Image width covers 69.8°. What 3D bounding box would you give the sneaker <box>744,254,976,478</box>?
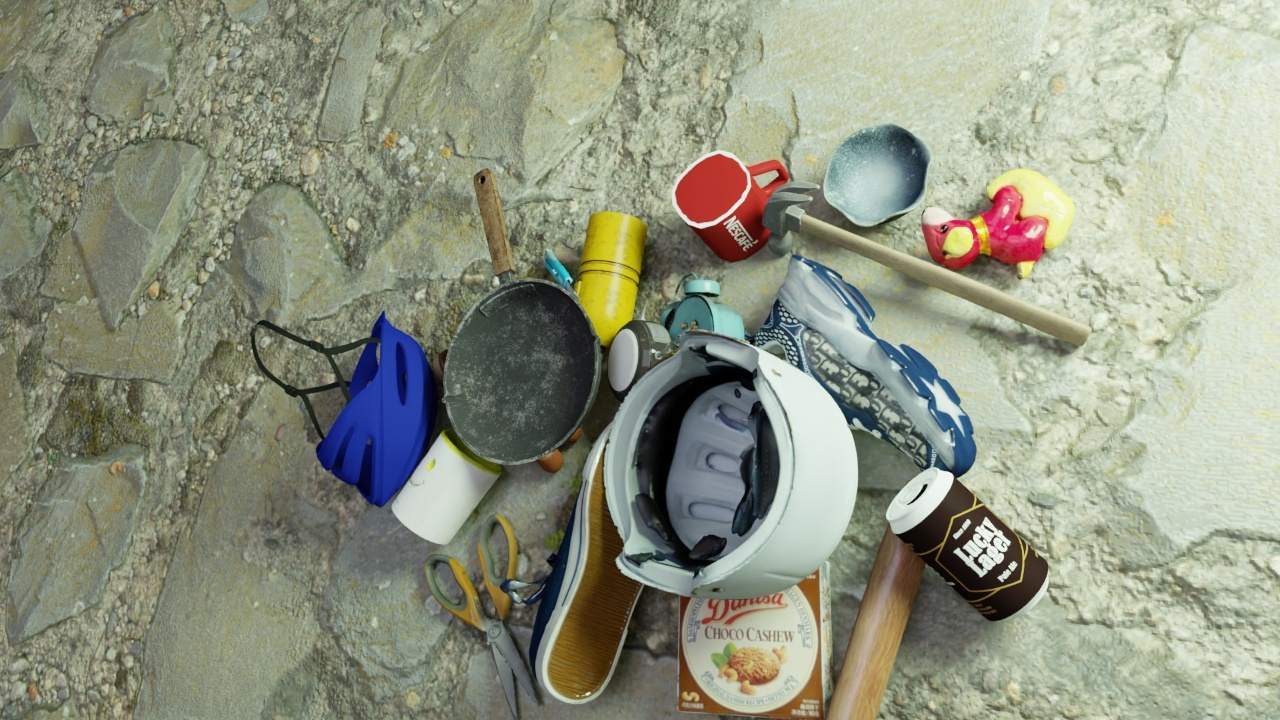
[{"bbox_3d":[0.200,0.026,0.890,0.133,0.103,0.269,-49,59,22],"label":"sneaker"}]

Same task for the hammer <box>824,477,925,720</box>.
[{"bbox_3d":[0.217,0.247,0.815,0.158,0.037,0.300,22,76,2],"label":"hammer"}]

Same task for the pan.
[{"bbox_3d":[-0.141,-0.058,1.020,0.208,0.040,0.356,-21,69,24],"label":"pan"}]

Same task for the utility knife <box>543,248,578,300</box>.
[{"bbox_3d":[-0.089,-0.098,1.057,0.158,0.015,0.022,-130,46,-61],"label":"utility knife"}]

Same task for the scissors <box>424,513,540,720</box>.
[{"bbox_3d":[-0.176,0.290,1.025,0.166,0.016,0.225,-21,67,20],"label":"scissors"}]

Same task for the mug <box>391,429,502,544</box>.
[{"bbox_3d":[-0.222,0.145,1.054,0.082,0.082,0.106,38,94,30],"label":"mug"}]

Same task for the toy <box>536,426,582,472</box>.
[{"bbox_3d":[-0.131,0.069,1.054,0.128,0.065,0.095,33,82,38],"label":"toy"}]

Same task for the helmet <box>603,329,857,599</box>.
[{"bbox_3d":[0.089,0.103,0.849,0.264,0.163,0.236,6,80,57],"label":"helmet"}]

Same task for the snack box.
[{"bbox_3d":[0.109,0.263,0.879,0.143,0.041,0.146,-6,72,25],"label":"snack box"}]

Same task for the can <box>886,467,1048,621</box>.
[{"bbox_3d":[0.280,0.158,0.786,0.128,0.072,0.072,43,96,2],"label":"can"}]

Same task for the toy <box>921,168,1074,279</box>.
[{"bbox_3d":[0.345,-0.125,0.879,0.137,0.067,0.105,-20,68,6],"label":"toy"}]

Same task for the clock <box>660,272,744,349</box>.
[{"bbox_3d":[0.063,-0.036,0.972,0.090,0.053,0.124,-47,46,45],"label":"clock"}]

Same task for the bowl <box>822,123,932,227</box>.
[{"bbox_3d":[0.246,-0.182,0.942,0.110,0.055,0.110,-8,72,23],"label":"bowl"}]

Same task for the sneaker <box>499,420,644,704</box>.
[{"bbox_3d":[-0.057,0.198,0.965,0.127,0.120,0.294,-13,57,66],"label":"sneaker"}]

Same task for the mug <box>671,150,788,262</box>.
[{"bbox_3d":[0.104,-0.174,0.984,0.116,0.096,0.080,-39,61,10],"label":"mug"}]

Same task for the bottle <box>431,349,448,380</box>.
[{"bbox_3d":[-0.176,-0.015,1.089,0.157,0.068,0.067,-21,66,19],"label":"bottle"}]

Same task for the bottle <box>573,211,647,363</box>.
[{"bbox_3d":[-0.040,-0.079,1.041,0.071,0.071,0.163,3,76,27],"label":"bottle"}]

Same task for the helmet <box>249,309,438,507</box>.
[{"bbox_3d":[-0.350,0.043,1.073,0.148,0.227,0.241,-39,40,49],"label":"helmet"}]

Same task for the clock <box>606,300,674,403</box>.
[{"bbox_3d":[-0.006,0.006,0.982,0.123,0.043,0.091,-61,35,32],"label":"clock"}]

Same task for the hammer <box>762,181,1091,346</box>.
[{"bbox_3d":[0.265,-0.087,0.889,0.331,0.119,0.030,29,73,22],"label":"hammer"}]
